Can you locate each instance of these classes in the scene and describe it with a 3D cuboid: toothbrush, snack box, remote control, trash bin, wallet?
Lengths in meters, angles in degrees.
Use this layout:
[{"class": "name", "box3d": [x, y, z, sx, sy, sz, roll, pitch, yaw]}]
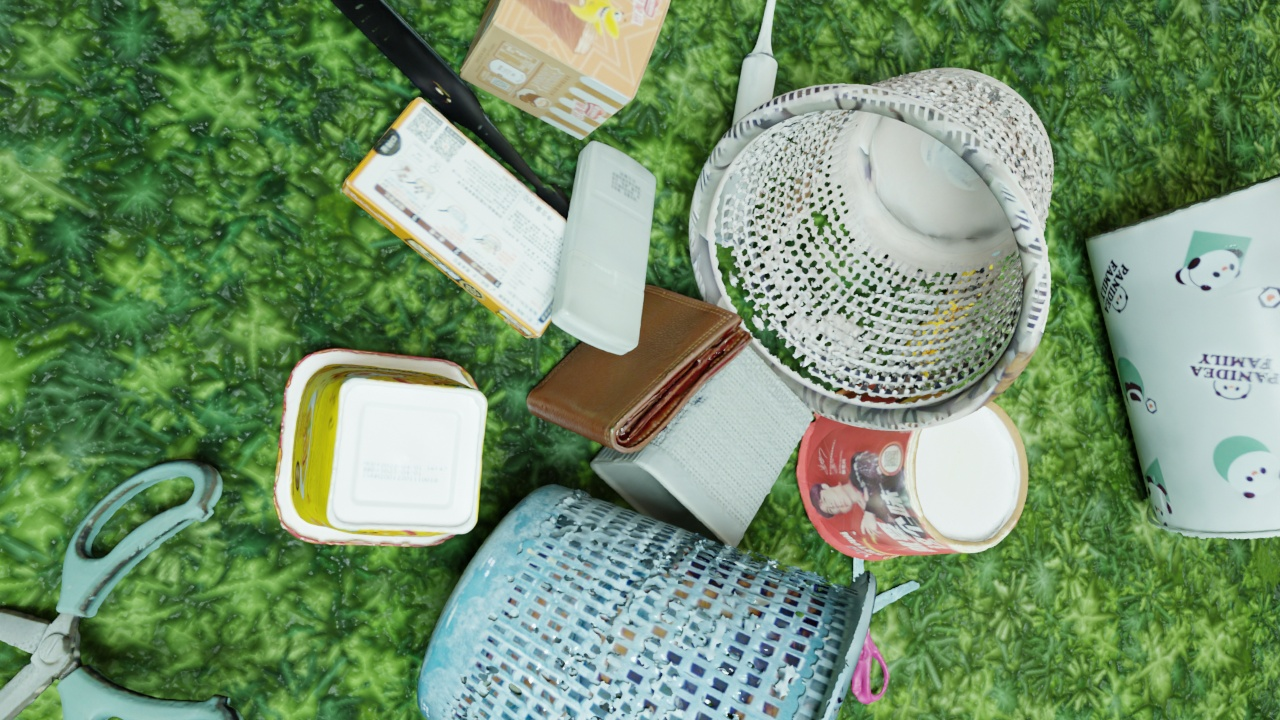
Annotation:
[{"class": "toothbrush", "box3d": [-0.121, -0.171, 0.589, 0.026, 0.027, 0.212, -38, 109, 25]}, {"class": "snack box", "box3d": [-0.106, -0.089, 0.590, 0.153, 0.026, 0.075, 39, 73, -17]}, {"class": "snack box", "box3d": [-0.049, -0.206, 0.583, 0.094, 0.093, 0.077, 24, 78, -20]}, {"class": "remote control", "box3d": [-0.022, -0.076, 0.598, 0.058, 0.021, 0.149, 26, 53, -28]}, {"class": "trash bin", "box3d": [0.500, -0.013, 0.749, 0.229, 0.230, 0.252, -19, 90, -23]}, {"class": "trash bin", "box3d": [-0.005, 0.176, 0.515, 0.195, 0.227, 0.226, 27, 75, 13]}, {"class": "trash bin", "box3d": [0.176, -0.097, 0.614, 0.191, 0.228, 0.227, -42, 104, -42]}, {"class": "wallet", "box3d": [-0.004, 0.003, 0.593, 0.124, 0.101, 0.032, -43, 127, -20]}, {"class": "toothbrush", "box3d": [0.083, -0.193, 0.676, 0.026, 0.026, 0.221, 18, 80, -48]}]

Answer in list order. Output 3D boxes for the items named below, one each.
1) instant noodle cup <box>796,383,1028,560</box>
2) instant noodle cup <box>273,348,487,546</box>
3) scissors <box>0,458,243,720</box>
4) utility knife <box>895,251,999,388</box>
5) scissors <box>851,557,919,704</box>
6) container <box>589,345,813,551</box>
[{"class": "instant noodle cup", "box3d": [0.199, 0.081, 0.665, 0.137, 0.109, 0.138, 3, 83, -23]}, {"class": "instant noodle cup", "box3d": [-0.140, 0.052, 0.516, 0.116, 0.124, 0.116, 7, 85, -23]}, {"class": "scissors", "box3d": [-0.258, 0.138, 0.478, 0.170, 0.019, 0.174, 27, 68, 15]}, {"class": "utility knife", "box3d": [0.268, -0.062, 0.751, 0.033, 0.015, 0.230, 47, 66, -20]}, {"class": "scissors", "box3d": [0.166, 0.199, 0.701, 0.133, 0.017, 0.136, -14, 89, -27]}, {"class": "container", "box3d": [0.044, 0.055, 0.617, 0.090, 0.090, 0.114, 45, 68, -16]}]
